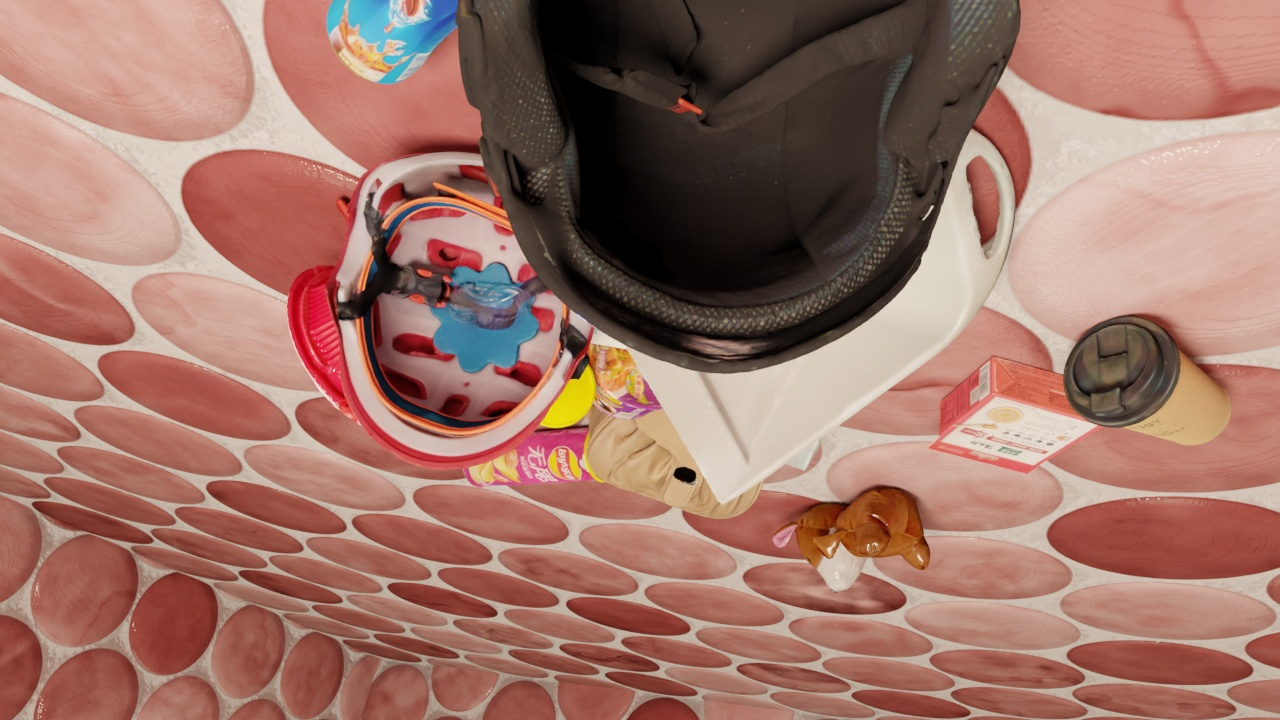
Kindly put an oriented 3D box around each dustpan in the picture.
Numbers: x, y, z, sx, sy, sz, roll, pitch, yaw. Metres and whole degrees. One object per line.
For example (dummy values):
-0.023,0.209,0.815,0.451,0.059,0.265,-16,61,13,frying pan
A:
0.139,-0.043,0.631,0.143,0.257,0.223,14,147,40,dustpan

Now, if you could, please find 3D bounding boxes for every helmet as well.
0.038,-0.130,0.458,0.233,0.274,0.230,1,179,1,helmet
-0.135,-0.039,0.747,0.207,0.240,0.144,12,-177,3,helmet

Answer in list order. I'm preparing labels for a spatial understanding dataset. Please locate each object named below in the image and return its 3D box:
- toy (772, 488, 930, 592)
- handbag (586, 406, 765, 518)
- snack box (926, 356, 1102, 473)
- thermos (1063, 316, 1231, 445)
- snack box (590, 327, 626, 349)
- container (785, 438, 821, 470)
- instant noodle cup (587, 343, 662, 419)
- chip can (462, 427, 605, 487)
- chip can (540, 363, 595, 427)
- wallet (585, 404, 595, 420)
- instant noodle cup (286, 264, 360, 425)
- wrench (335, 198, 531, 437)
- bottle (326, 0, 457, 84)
0.271,0.232,1.173,0.140,0.130,0.200,21,160,-28,toy
0.047,0.094,0.999,0.204,0.099,0.148,20,119,-14,handbag
0.358,0.055,0.886,0.113,0.044,0.127,15,150,-6,snack box
0.425,0.024,0.764,0.143,0.093,0.093,21,151,-30,thermos
0.014,-0.049,0.803,0.157,0.085,0.026,10,-164,7,snack box
0.125,0.043,0.915,0.111,0.089,0.090,14,153,6,container
-0.005,0.005,0.889,0.111,0.111,0.099,18,161,-9,instant noodle cup
-0.130,0.125,1.180,0.211,0.071,0.071,-8,145,33,chip can
-0.107,0.023,0.907,0.073,0.073,0.217,22,174,-18,chip can
0.003,0.080,1.101,0.101,0.020,0.115,-5,150,27,wallet
-0.231,-0.024,0.859,0.066,0.193,0.193,-34,131,22,instant noodle cup
-0.187,-0.035,0.830,0.273,0.016,0.056,52,166,-6,wrench
-0.106,-0.234,0.528,0.065,0.065,0.219,32,146,-32,bottle
